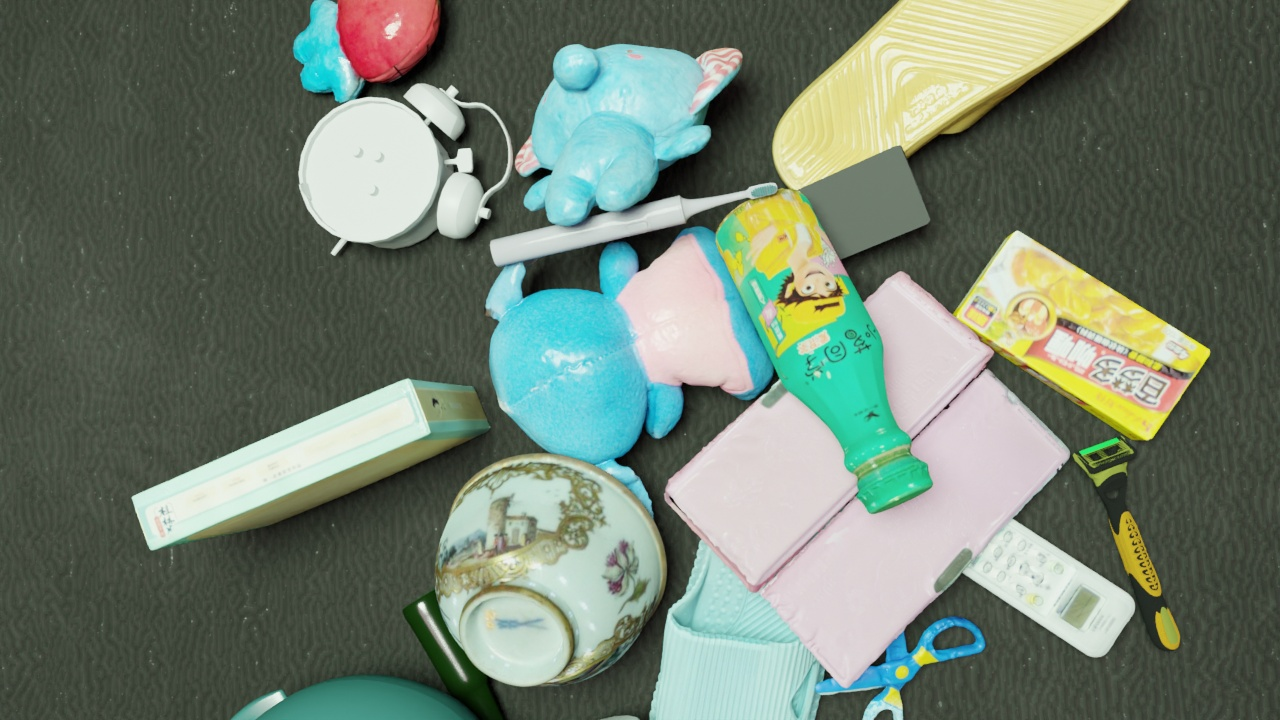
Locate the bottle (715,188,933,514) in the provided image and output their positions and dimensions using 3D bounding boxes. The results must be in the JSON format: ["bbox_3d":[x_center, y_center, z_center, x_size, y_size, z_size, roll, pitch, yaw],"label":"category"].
[{"bbox_3d":[0.117,-0.007,0.579,0.068,0.068,0.209,-24,70,4],"label":"bottle"}]

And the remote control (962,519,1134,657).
[{"bbox_3d":[0.265,0.146,0.626,0.133,0.022,0.050,34,89,8],"label":"remote control"}]

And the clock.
[{"bbox_3d":[-0.173,-0.141,0.677,0.159,0.061,0.120,-17,84,7],"label":"clock"}]

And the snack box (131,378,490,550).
[{"bbox_3d":[-0.213,0.069,0.626,0.193,0.141,0.044,-23,84,4],"label":"snack box"}]

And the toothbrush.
[{"bbox_3d":[-0.005,-0.090,0.590,0.188,0.019,0.018,-12,103,8],"label":"toothbrush"}]

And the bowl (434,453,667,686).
[{"bbox_3d":[-0.068,0.152,0.598,0.160,0.093,0.160,4,112,11],"label":"bowl"}]

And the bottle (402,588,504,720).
[{"bbox_3d":[-0.127,0.224,0.660,0.033,0.033,0.123,-33,83,3],"label":"bottle"}]

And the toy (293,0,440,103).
[{"bbox_3d":[-0.206,-0.247,0.694,0.133,0.062,0.092,-21,67,22],"label":"toy"}]

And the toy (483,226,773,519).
[{"bbox_3d":[-0.004,0.004,0.636,0.191,0.099,0.224,-22,87,-5],"label":"toy"}]

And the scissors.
[{"bbox_3d":[0.177,0.212,0.626,0.125,0.013,0.126,-8,97,-9],"label":"scissors"}]

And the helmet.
[{"bbox_3d":[-0.215,0.316,0.590,0.275,0.176,0.200,-32,85,3],"label":"helmet"}]

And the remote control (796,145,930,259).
[{"bbox_3d":[0.127,-0.096,0.639,0.134,0.013,0.058,-21,96,23],"label":"remote control"}]

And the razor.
[{"bbox_3d":[0.333,0.126,0.620,0.044,0.021,0.144,-15,84,-19],"label":"razor"}]

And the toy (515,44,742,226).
[{"bbox_3d":[-0.024,-0.157,0.611,0.184,0.180,0.115,-13,122,24],"label":"toy"}]

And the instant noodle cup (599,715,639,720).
[{"bbox_3d":[-0.022,0.309,0.591,0.137,0.122,0.122,-21,88,-5],"label":"instant noodle cup"}]

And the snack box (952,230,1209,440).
[{"bbox_3d":[0.301,-0.017,0.633,0.152,0.025,0.075,35,90,8],"label":"snack box"}]

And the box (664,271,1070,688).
[{"bbox_3d":[0.155,0.072,0.608,0.232,0.040,0.179,-43,79,-13],"label":"box"}]

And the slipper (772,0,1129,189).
[{"bbox_3d":[0.206,-0.208,0.634,0.264,0.078,0.099,-37,89,20],"label":"slipper"}]

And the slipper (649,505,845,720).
[{"bbox_3d":[0.077,0.178,0.624,0.116,0.069,0.276,13,87,4],"label":"slipper"}]
